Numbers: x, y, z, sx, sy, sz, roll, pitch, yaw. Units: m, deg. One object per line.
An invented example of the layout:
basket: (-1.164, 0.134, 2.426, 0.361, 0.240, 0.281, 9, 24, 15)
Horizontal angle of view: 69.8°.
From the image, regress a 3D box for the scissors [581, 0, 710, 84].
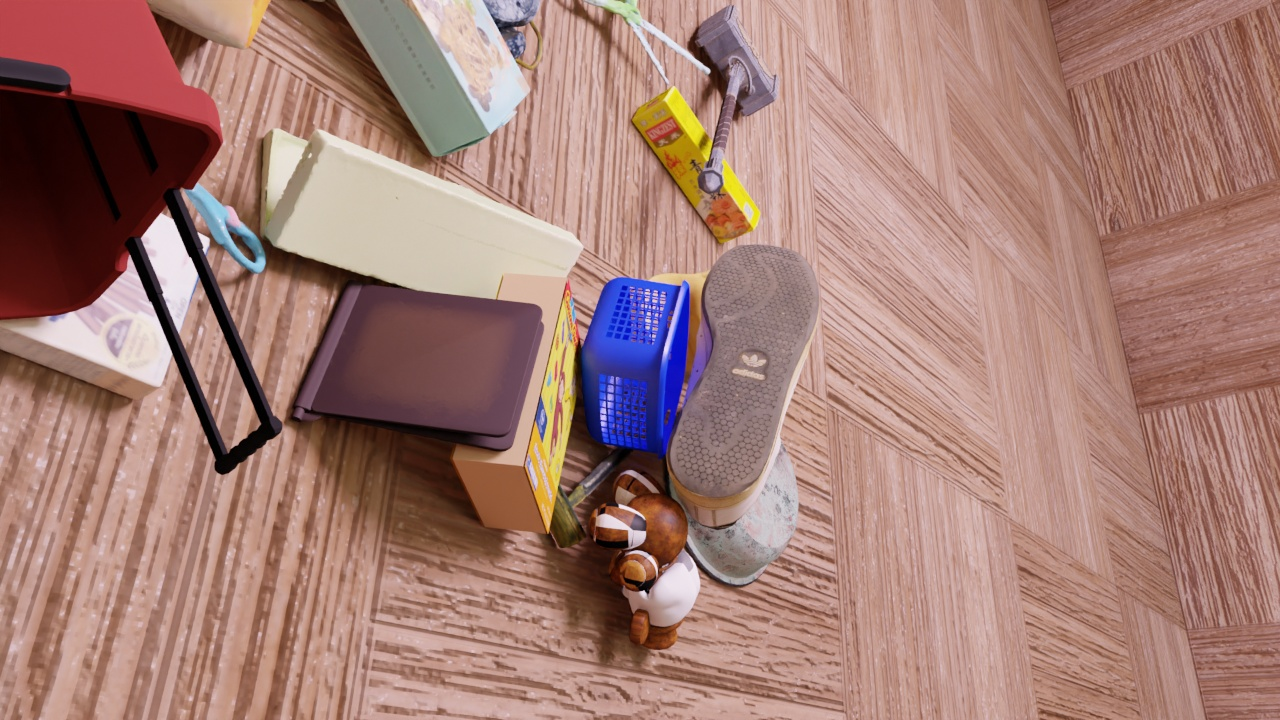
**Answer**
scissors: (-0.013, -0.297, 0.791, 0.168, 0.023, 0.171, 12, 46, -44)

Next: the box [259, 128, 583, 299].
box: (-0.128, -0.074, 0.547, 0.187, 0.089, 0.077, 17, 92, -49)

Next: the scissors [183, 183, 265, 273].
scissors: (-0.217, -0.101, 0.430, 0.136, 0.015, 0.125, 83, -16, -67)

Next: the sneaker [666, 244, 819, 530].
sneaker: (0.078, 0.020, 0.677, 0.102, 0.089, 0.240, 80, 24, -49)

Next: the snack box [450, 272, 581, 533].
snack box: (-0.069, 0.026, 0.548, 0.088, 0.040, 0.125, 84, 13, -56)

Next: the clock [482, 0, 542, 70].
clock: (-0.112, -0.260, 0.647, 0.129, 0.052, 0.090, 39, 47, -35)

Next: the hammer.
hammer: (0.079, -0.228, 0.835, 0.098, 0.044, 0.321, 51, 30, -24)

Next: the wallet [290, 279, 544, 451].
wallet: (-0.117, 0.002, 0.495, 0.018, 0.115, 0.091, 93, 7, -56)

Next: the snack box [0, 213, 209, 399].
snack box: (-0.264, -0.050, 0.380, 0.150, 0.026, 0.081, 33, 50, -40)

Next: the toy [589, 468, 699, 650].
toy: (0.006, 0.137, 0.610, 0.087, 0.067, 0.113, -49, 144, -61)

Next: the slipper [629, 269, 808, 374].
slipper: (0.088, -0.037, 0.785, 0.262, 0.079, 0.099, -5, 78, -51)

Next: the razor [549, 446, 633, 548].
razor: (-0.033, 0.082, 0.625, 0.042, 0.026, 0.105, 62, 33, -8)

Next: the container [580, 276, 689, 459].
container: (-0.004, 0.004, 0.629, 0.114, 0.058, 0.096, 89, 13, -51)

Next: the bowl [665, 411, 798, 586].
bowl: (0.084, 0.102, 0.749, 0.157, 0.039, 0.157, 25, 56, -44)

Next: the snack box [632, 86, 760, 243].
snack box: (0.053, -0.174, 0.830, 0.148, 0.040, 0.028, 50, 41, -25)

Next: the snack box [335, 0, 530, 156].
snack box: (-0.141, -0.222, 0.571, 0.175, 0.053, 0.074, 62, 30, -28)

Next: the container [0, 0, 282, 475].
container: (-0.214, -0.053, 0.299, 0.126, 0.148, 0.200, -6, 70, -54)

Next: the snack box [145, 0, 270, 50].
snack box: (-0.213, -0.266, 0.417, 0.145, 0.081, 0.195, 22, 93, -45)
